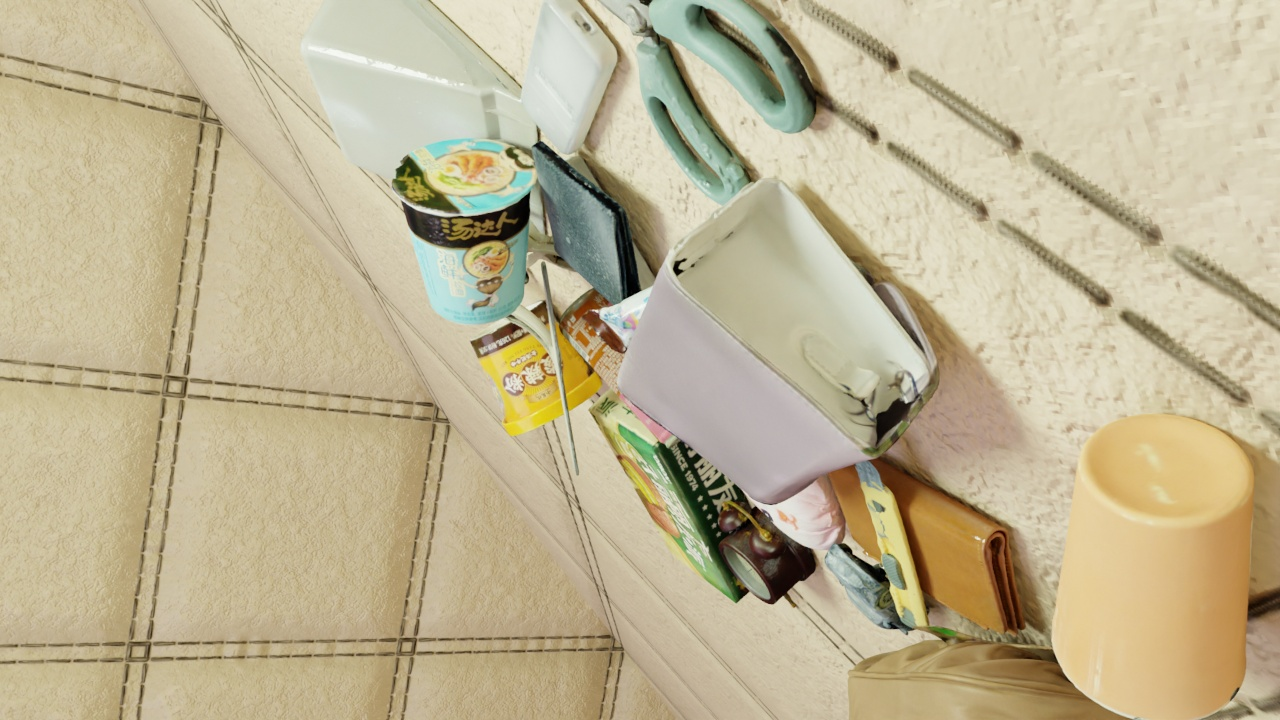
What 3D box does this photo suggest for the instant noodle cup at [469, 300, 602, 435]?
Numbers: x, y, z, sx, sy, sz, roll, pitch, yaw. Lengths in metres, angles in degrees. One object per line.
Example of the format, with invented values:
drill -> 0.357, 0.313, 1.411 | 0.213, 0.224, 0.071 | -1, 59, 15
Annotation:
instant noodle cup -> -0.119, 0.004, 1.007 | 0.114, 0.118, 0.119 | 63, 161, -10

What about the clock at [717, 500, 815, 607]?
clock -> 0.113, 0.174, 0.858 | 0.082, 0.055, 0.122 | 29, 151, 52

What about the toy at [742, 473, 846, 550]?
toy -> 0.098, 0.080, 0.712 | 0.159, 0.054, 0.121 | 45, 164, 45

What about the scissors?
scissors -> 0.028, -0.152, 0.455 | 0.174, 0.019, 0.177 | 58, 162, -20

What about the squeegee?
squeegee -> -0.132, -0.044, 0.902 | 0.246, 0.039, 0.247 | 36, 145, 38

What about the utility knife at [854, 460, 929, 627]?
utility knife -> 0.164, 0.120, 0.593 | 0.031, 0.019, 0.175 | 21, 139, 48

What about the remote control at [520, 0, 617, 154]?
remote control -> -0.048, -0.179, 0.584 | 0.056, 0.020, 0.136 | 49, 163, 0

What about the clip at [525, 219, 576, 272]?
clip -> -0.100, -0.109, 0.804 | 0.104, 0.034, 0.089 | 11, 153, 51

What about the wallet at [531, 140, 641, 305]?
wallet -> -0.040, -0.095, 0.678 | 0.097, 0.019, 0.121 | 42, 159, 28

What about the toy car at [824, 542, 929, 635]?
toy car -> 0.174, 0.173, 0.685 | 0.054, 0.037, 0.120 | 43, -177, 43

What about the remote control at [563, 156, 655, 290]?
remote control -> -0.027, -0.095, 0.709 | 0.135, 0.019, 0.056 | 57, 162, -20

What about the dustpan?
dustpan -> -0.183, -0.249, 0.803 | 0.258, 0.142, 0.223 | 18, 159, 4

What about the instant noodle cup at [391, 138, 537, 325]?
instant noodle cup -> -0.132, -0.096, 0.726 | 0.111, 0.111, 0.121 | 39, 143, 34

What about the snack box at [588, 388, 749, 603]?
snack box -> 0.045, 0.129, 0.923 | 0.114, 0.063, 0.240 | 28, 151, 50

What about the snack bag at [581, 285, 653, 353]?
snack bag -> 0.009, -0.037, 0.663 | 0.106, 0.026, 0.045 | -24, 124, 33

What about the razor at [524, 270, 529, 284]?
razor -> -0.162, -0.138, 0.960 | 0.143, 0.022, 0.042 | 51, -170, -10

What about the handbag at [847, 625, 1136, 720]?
handbag -> 0.220, 0.225, 0.589 | 0.147, 0.099, 0.205 | 7, 163, -8

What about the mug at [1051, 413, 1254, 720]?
mug -> 0.216, 0.085, 0.385 | 0.078, 0.078, 0.123 | 33, 151, 46

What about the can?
can -> -0.005, 0.005, 0.797 | 0.147, 0.057, 0.058 | 48, 163, 10

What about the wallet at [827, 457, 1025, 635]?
wallet -> 0.184, 0.116, 0.598 | 0.132, 0.031, 0.108 | 31, 152, 52

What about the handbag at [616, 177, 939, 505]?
handbag -> 0.072, 0.004, 0.532 | 0.145, 0.098, 0.197 | 49, 162, 9
